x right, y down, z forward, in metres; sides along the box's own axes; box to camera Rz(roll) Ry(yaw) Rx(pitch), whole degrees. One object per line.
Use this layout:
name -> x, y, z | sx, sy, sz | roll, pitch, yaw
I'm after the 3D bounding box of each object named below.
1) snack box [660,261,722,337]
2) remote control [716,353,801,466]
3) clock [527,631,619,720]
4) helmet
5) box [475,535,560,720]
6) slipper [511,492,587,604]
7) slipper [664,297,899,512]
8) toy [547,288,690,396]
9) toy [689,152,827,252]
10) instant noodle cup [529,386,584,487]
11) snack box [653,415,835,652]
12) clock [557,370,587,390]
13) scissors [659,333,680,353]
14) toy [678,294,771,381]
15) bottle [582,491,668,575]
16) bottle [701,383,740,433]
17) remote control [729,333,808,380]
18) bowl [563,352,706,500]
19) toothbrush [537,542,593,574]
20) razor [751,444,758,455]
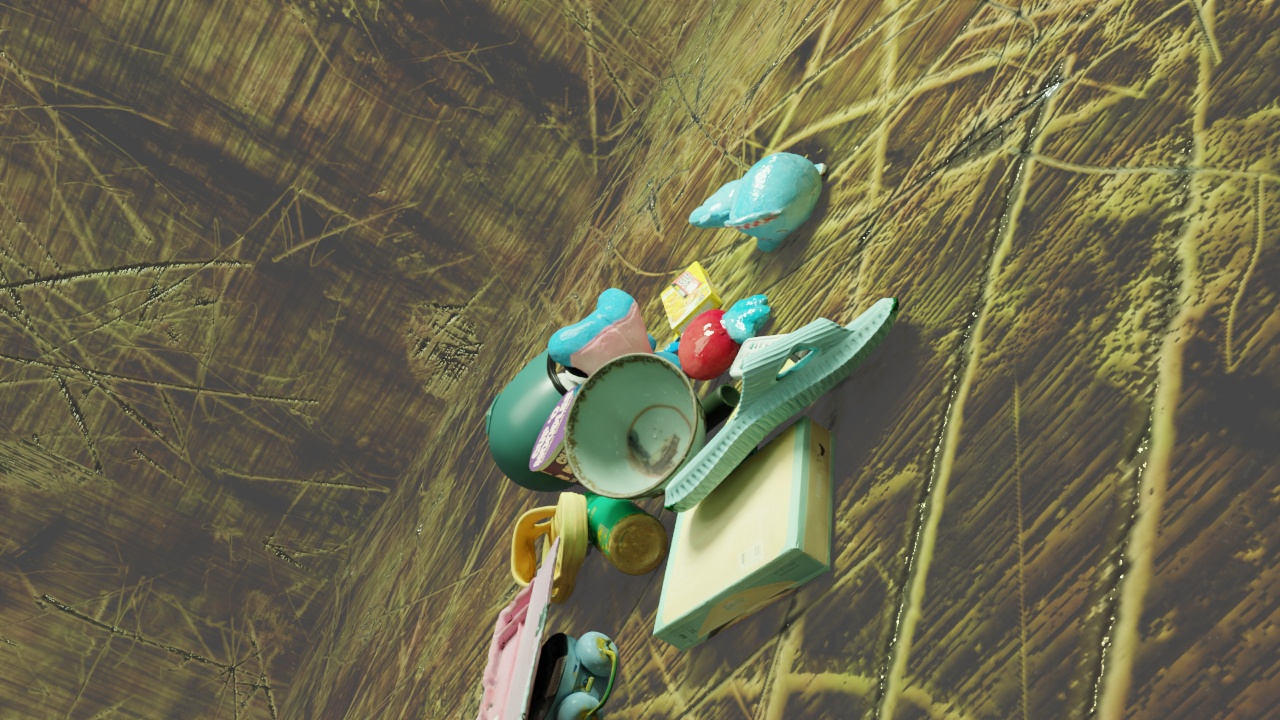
snack box -> 0.070, -0.088, 1.305 | 0.075, 0.025, 0.152 | -43, 19, 12
remote control -> 0.113, 0.048, 0.901 | 0.133, 0.013, 0.058 | -59, 23, 9
clock -> -0.075, 0.339, 0.938 | 0.163, 0.060, 0.117 | -40, 25, 48
helmet -> -0.131, 0.084, 1.363 | 0.201, 0.176, 0.274 | -50, 14, 22
box -> -0.121, 0.317, 0.934 | 0.180, 0.040, 0.232 | -57, 15, 37
slipper -> -0.114, 0.224, 1.097 | 0.264, 0.078, 0.099 | 116, 155, -62
slipper -> 0.111, 0.029, 0.815 | 0.276, 0.069, 0.116 | -43, -7, 11
toy -> -0.007, 0.006, 1.110 | 0.099, 0.191, 0.223 | -12, 30, 51
toy -> 0.144, -0.187, 1.144 | 0.181, 0.115, 0.182 | -12, 24, 46
instant noodle cup -> -0.055, 0.113, 1.171 | 0.137, 0.122, 0.121 | -29, 34, 61
snack box -> 0.089, 0.153, 0.800 | 0.194, 0.044, 0.141 | -45, 19, 40
clock -> -0.131, 0.064, 1.621 | 0.158, 0.061, 0.120 | -62, 15, -25
scissors -> 0.042, -0.018, 1.313 | 0.125, 0.013, 0.127 | -63, 14, -17
toy -> 0.100, -0.030, 1.085 | 0.133, 0.062, 0.092 | -34, 39, 20
bottle -> -0.031, 0.189, 1.059 | 0.068, 0.068, 0.210 | -61, 16, -6
bottle -> 0.067, 0.069, 1.043 | 0.123, 0.033, 0.032 | -44, 22, 44
remote control -> 0.137, -0.001, 0.974 | 0.050, 0.022, 0.133 | -62, 16, -10
bowl -> 0.008, 0.082, 0.998 | 0.160, 0.094, 0.159 | -11, 66, 26
toothbrush -> -0.088, 0.257, 1.201 | 0.188, 0.019, 0.018 | -41, 41, 49
razor -> 0.079, 0.112, 0.956 | 0.145, 0.021, 0.044 | -44, 21, 49
